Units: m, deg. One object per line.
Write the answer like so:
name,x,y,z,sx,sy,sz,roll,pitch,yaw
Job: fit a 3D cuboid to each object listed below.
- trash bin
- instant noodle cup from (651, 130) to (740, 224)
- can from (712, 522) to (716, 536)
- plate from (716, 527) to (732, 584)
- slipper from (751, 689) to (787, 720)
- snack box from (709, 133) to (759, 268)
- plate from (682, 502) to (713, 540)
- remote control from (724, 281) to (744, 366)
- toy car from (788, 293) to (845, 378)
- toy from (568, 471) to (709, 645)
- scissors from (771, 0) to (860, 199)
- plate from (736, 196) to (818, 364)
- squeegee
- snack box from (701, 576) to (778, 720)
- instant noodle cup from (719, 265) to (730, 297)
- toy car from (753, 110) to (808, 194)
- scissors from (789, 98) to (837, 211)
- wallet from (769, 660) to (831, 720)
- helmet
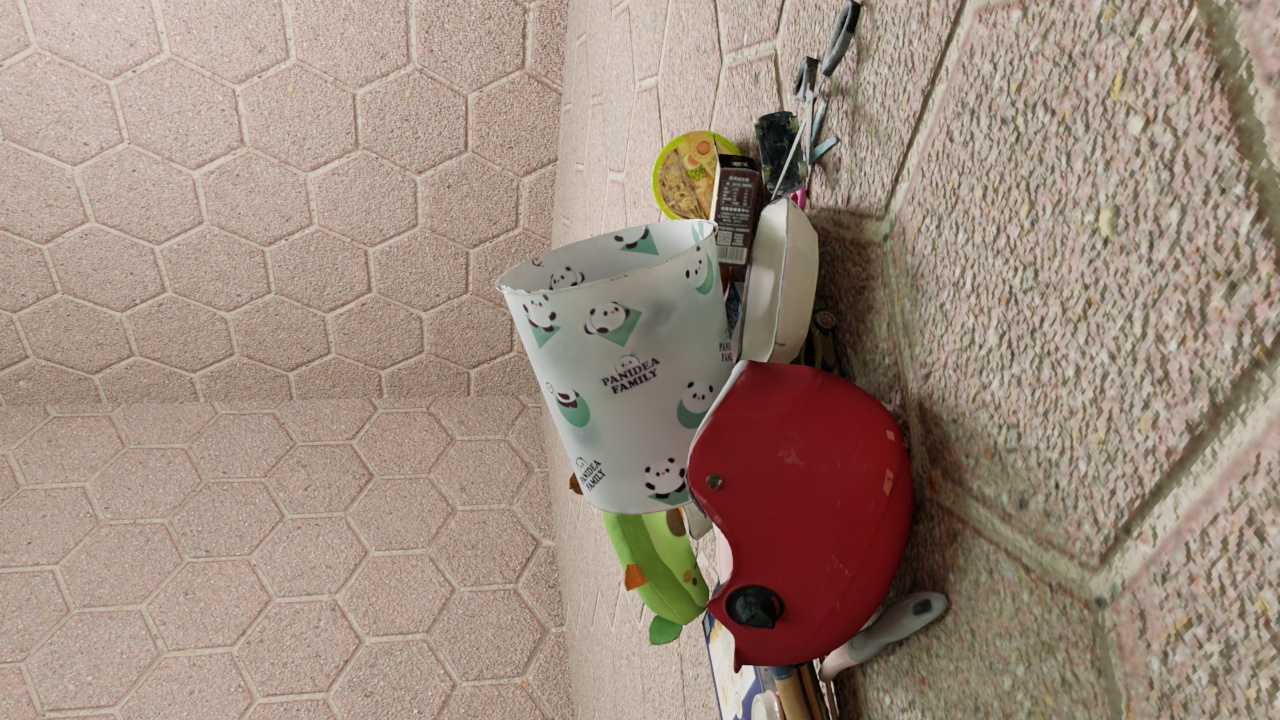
trash bin,-0.006,0.006,0.955,0.229,0.229,0.252,-125,19,-70
instant noodle cup,0.065,-0.223,1.117,0.123,0.111,0.112,-103,14,-75
can,0.102,0.139,1.051,0.058,0.058,0.146,103,162,-50
plate,0.104,0.166,0.874,0.192,0.039,0.192,-1,-90,-72
slipper,0.141,0.403,0.868,0.114,0.054,0.275,-97,-2,-49
snack box,0.097,-0.176,1.002,0.113,0.053,0.126,-81,-2,-69
plate,0.054,0.126,1.172,0.205,0.045,0.205,-18,-92,-87
remote control,0.109,-0.035,1.090,0.125,0.024,0.049,104,162,-47
toy car,0.156,0.012,0.827,0.070,0.042,0.158,109,160,-58
toy,0.013,0.221,1.140,0.246,0.090,0.226,62,-152,-2
scissors,0.147,-0.225,0.803,0.159,0.014,0.179,-93,24,-71
plate,0.127,-0.065,0.855,0.265,0.034,0.162,-88,6,-85
squeegee,0.178,0.233,0.739,0.250,0.040,0.247,108,159,-55
snack box,0.119,0.329,1.017,0.178,0.045,0.182,102,163,-47
instant noodle cup,0.038,-0.094,1.108,0.111,0.151,0.151,-48,-35,-62
toy car,0.132,-0.194,0.863,0.034,0.043,0.090,70,-167,-62
scissors,0.156,-0.182,0.876,0.133,0.017,0.118,166,105,-74
wallet,0.143,0.295,0.804,0.090,0.033,0.115,-4,-102,-75
helmet,0.130,0.118,0.684,0.206,0.144,0.240,-45,-49,-65
